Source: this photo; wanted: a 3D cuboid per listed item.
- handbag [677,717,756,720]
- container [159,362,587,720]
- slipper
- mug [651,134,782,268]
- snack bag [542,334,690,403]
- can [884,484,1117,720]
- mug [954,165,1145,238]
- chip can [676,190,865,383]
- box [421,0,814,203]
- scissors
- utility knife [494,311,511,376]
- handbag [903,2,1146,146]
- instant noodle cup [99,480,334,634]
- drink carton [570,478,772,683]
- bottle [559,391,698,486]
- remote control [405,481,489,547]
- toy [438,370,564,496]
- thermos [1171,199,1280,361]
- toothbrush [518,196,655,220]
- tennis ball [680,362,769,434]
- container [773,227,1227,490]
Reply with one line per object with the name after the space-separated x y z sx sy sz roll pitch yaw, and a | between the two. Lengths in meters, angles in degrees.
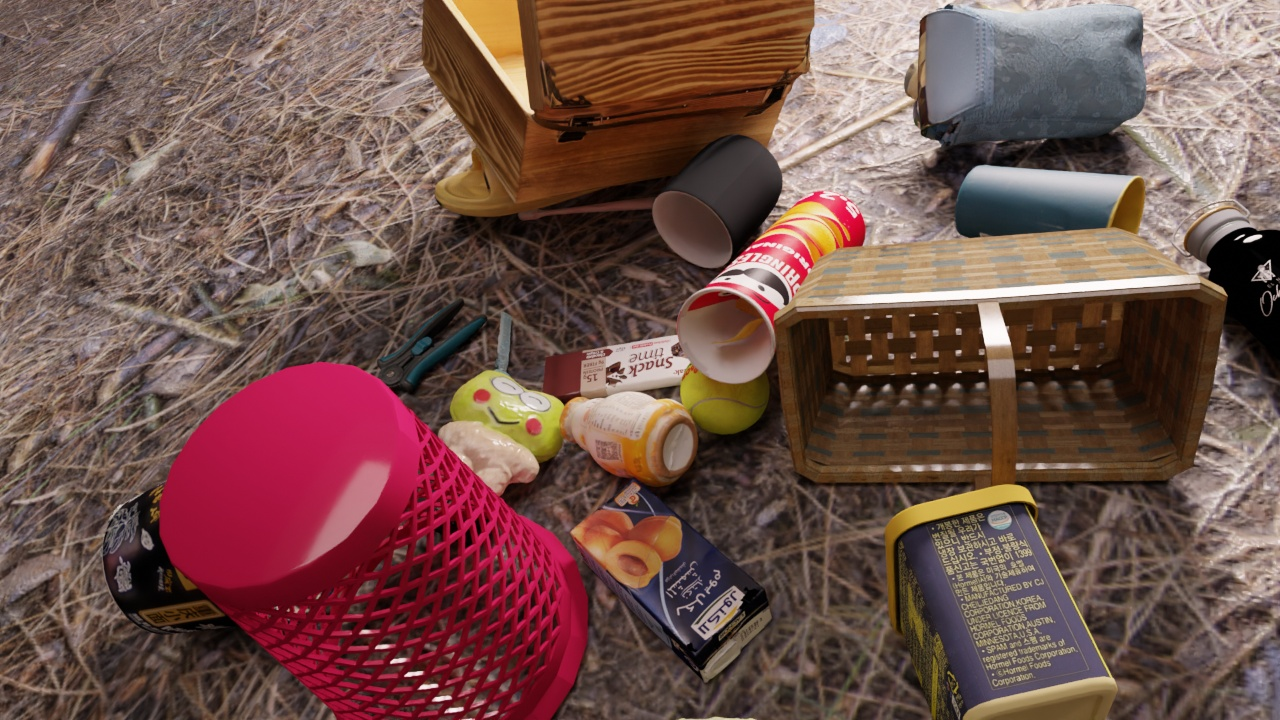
0.075 0.242 0.445 0.187 0.113 0.116 4 63 26 | handbag
-0.149 0.117 0.529 0.183 0.226 0.182 -8 52 10 | container
-0.082 -0.212 0.921 0.263 0.078 0.099 -17 39 -7 | slipper
0.061 -0.143 0.829 0.094 0.085 0.122 -49 23 -27 | mug
-0.004 0.004 0.750 0.158 0.013 0.056 -9 48 10 | snack bag
0.180 0.147 0.471 0.075 0.135 0.104 -15 48 4 | can
0.316 -0.114 0.718 0.121 0.078 0.078 21 57 39 | mug
0.106 -0.063 0.687 0.069 0.069 0.219 11 31 26 | chip can
-0.002 -0.322 0.781 0.278 0.316 0.282 -15 57 -29 | box
-0.202 -0.005 0.819 0.128 0.019 0.140 -5 53 5 | scissors
-0.118 0.021 0.772 0.022 0.016 0.179 12 42 -16 | utility knife
0.336 -0.251 0.816 0.192 0.118 0.121 -2 87 4 | handbag
-0.299 0.132 0.653 0.112 0.137 0.137 -19 44 14 | instant noodle cup
0.019 0.139 0.596 0.064 0.040 0.130 -39 49 -18 | drink carton
-0.012 0.053 0.673 0.109 0.063 0.063 11 51 44 | bottle
-0.174 0.107 0.708 0.136 0.015 0.032 17 55 31 | remote control
-0.107 0.057 0.694 0.092 0.046 0.115 27 42 -1 | toy
0.437 -0.032 0.605 0.061 0.061 0.231 -18 45 1 | thermos
-0.039 -0.155 0.909 0.181 0.018 0.015 -1 46 16 | toothbrush
0.062 0.022 0.675 0.065 0.065 0.065 -9 46 10 | tennis ball
0.213 0.021 0.570 0.250 0.158 0.185 -3 36 16 | container
